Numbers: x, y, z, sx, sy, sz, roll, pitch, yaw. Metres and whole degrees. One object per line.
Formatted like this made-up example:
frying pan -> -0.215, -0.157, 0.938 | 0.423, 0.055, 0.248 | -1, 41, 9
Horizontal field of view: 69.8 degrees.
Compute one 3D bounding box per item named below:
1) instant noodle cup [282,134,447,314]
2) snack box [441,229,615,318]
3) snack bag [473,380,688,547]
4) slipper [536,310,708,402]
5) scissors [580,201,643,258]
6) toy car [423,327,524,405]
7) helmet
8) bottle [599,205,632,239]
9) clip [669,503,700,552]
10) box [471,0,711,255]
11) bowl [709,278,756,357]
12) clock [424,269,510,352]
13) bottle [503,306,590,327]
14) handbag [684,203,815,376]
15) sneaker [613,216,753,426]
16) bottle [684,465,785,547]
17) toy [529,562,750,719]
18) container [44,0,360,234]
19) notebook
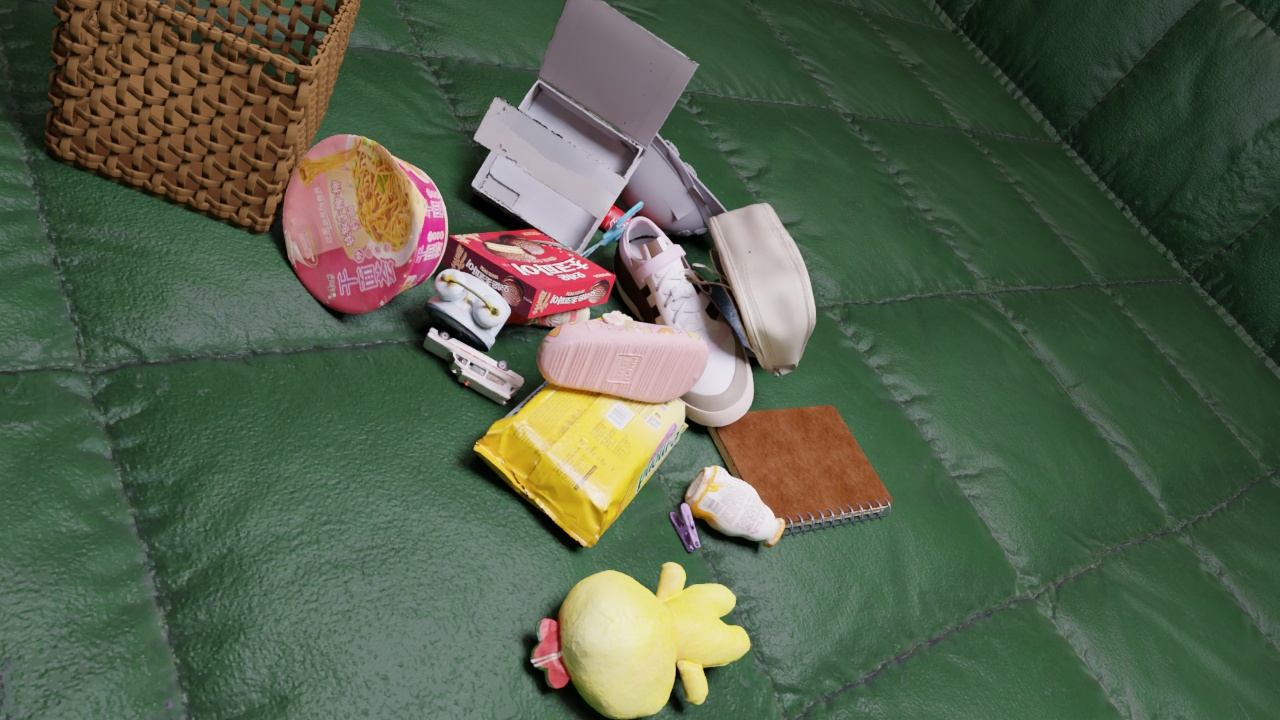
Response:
instant noodle cup -> -0.277, -0.140, 0.951 | 0.178, 0.179, 0.077 | 48, 24, 13
snack box -> -0.127, -0.104, 1.064 | 0.133, 0.036, 0.151 | 31, 25, 23
snack bag -> -0.052, 0.076, 0.974 | 0.159, 0.068, 0.246 | 41, 40, 2
slipper -> -0.021, -0.016, 0.966 | 0.197, 0.093, 0.081 | 7, 38, -31
scissors -> -0.041, -0.158, 1.173 | 0.015, 0.135, 0.129 | 55, 18, 0
toy car -> -0.180, 0.008, 0.972 | 0.113, 0.039, 0.039 | 29, 62, -9
helmet -> 0.024, -0.242, 1.309 | 0.271, 0.118, 0.183 | 51, 10, 7
bottle -> -0.033, -0.191, 1.270 | 0.119, 0.036, 0.036 | 34, 40, -3
clip -> 0.050, 0.180, 0.983 | 0.013, 0.032, 0.051 | -2, 55, -39
box -> -0.068, -0.284, 1.095 | 0.167, 0.331, 0.164 | 32, 52, -6
bowl -> 0.133, -0.043, 1.232 | 0.137, 0.057, 0.136 | 20, 43, -20
clock -> -0.181, -0.055, 0.966 | 0.083, 0.118, 0.057 | 34, 74, -2
bottle -> -0.114, -0.059, 1.079 | 0.109, 0.044, 0.044 | 5, 50, -34
handbag -> 0.123, -0.090, 1.123 | 0.132, 0.184, 0.228 | -14, 51, 3
sneaker -> 0.050, -0.061, 1.113 | 0.111, 0.116, 0.293 | -22, 60, -4
bottle -> 0.105, 0.164, 1.008 | 0.109, 0.063, 0.063 | 32, 40, -6
toy -> 0.007, 0.249, 0.833 | 0.207, 0.092, 0.133 | 4, 53, -37
container -> -0.440, -0.318, 0.952 | 0.219, 0.215, 0.251 | 21, 42, -19
notebook -> 0.201, 0.133, 1.140 | 0.225, 0.024, 0.167 | -2, 52, -37
